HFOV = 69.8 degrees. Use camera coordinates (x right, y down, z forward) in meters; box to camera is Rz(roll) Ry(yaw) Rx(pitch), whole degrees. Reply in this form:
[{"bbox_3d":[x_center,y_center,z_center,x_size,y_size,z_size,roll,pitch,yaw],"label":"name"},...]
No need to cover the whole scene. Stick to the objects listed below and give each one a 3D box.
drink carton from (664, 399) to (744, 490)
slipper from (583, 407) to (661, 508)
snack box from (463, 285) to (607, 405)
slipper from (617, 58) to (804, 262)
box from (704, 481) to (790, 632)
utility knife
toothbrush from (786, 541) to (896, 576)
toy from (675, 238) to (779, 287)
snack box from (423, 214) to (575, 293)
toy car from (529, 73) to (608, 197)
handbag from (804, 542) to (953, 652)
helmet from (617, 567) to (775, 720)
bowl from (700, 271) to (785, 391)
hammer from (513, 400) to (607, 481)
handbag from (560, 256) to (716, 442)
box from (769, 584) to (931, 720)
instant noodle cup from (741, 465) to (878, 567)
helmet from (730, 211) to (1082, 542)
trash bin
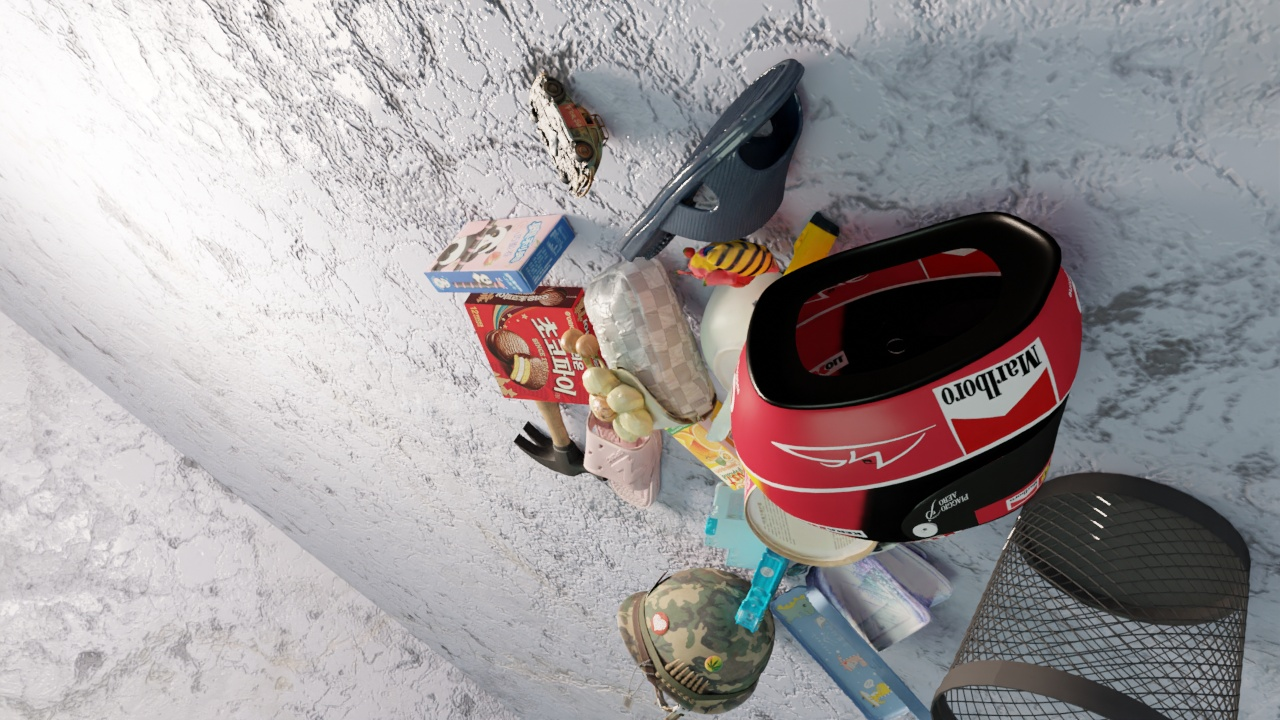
[{"bbox_3d":[0.093,0.093,1.043,0.122,0.041,0.058,41,147,-10],"label":"drink carton"},{"bbox_3d":[-0.024,0.131,1.179,0.094,0.064,0.240,21,146,22],"label":"slipper"},{"bbox_3d":[-0.116,-0.017,1.065,0.133,0.035,0.152,4,135,20],"label":"snack box"},{"bbox_3d":[0.063,-0.131,0.732,0.082,0.101,0.264,41,151,-6],"label":"slipper"},{"bbox_3d":[0.127,0.237,1.147,0.117,0.097,0.227,25,146,14],"label":"box"},{"bbox_3d":[0.109,-0.021,0.794,0.030,0.019,0.228,34,110,23],"label":"utility knife"},{"bbox_3d":[0.222,0.221,1.029,0.190,0.017,0.016,-39,71,55],"label":"toothbrush"},{"bbox_3d":[0.077,-0.084,0.785,0.084,0.046,0.103,4,-176,-11],"label":"toy"},{"bbox_3d":[-0.149,-0.111,0.963,0.154,0.087,0.033,4,139,41],"label":"snack box"},{"bbox_3d":[-0.058,-0.199,0.805,0.112,0.047,0.047,64,148,9],"label":"toy car"},{"bbox_3d":[0.273,0.261,1.074,0.126,0.069,0.159,44,149,13],"label":"handbag"},{"bbox_3d":[0.071,0.400,1.305,0.224,0.192,0.237,14,122,-4],"label":"helmet"},{"bbox_3d":[0.120,-0.006,0.862,0.153,0.072,0.154,24,147,17],"label":"bowl"},{"bbox_3d":[-0.130,0.044,1.195,0.132,0.040,0.306,13,141,26],"label":"hammer"},{"bbox_3d":[-0.010,-0.009,0.905,0.113,0.123,0.171,-13,98,63],"label":"handbag"},{"bbox_3d":[0.253,0.348,1.085,0.209,0.047,0.122,48,152,-4],"label":"box"},{"bbox_3d":[0.182,0.141,0.949,0.179,0.077,0.179,12,132,14],"label":"instant noodle cup"},{"bbox_3d":[0.206,0.034,0.711,0.271,0.197,0.225,-17,132,24],"label":"helmet"},{"bbox_3d":[0.393,0.243,0.782,0.218,0.226,0.218,24,146,18],"label":"trash bin"}]
